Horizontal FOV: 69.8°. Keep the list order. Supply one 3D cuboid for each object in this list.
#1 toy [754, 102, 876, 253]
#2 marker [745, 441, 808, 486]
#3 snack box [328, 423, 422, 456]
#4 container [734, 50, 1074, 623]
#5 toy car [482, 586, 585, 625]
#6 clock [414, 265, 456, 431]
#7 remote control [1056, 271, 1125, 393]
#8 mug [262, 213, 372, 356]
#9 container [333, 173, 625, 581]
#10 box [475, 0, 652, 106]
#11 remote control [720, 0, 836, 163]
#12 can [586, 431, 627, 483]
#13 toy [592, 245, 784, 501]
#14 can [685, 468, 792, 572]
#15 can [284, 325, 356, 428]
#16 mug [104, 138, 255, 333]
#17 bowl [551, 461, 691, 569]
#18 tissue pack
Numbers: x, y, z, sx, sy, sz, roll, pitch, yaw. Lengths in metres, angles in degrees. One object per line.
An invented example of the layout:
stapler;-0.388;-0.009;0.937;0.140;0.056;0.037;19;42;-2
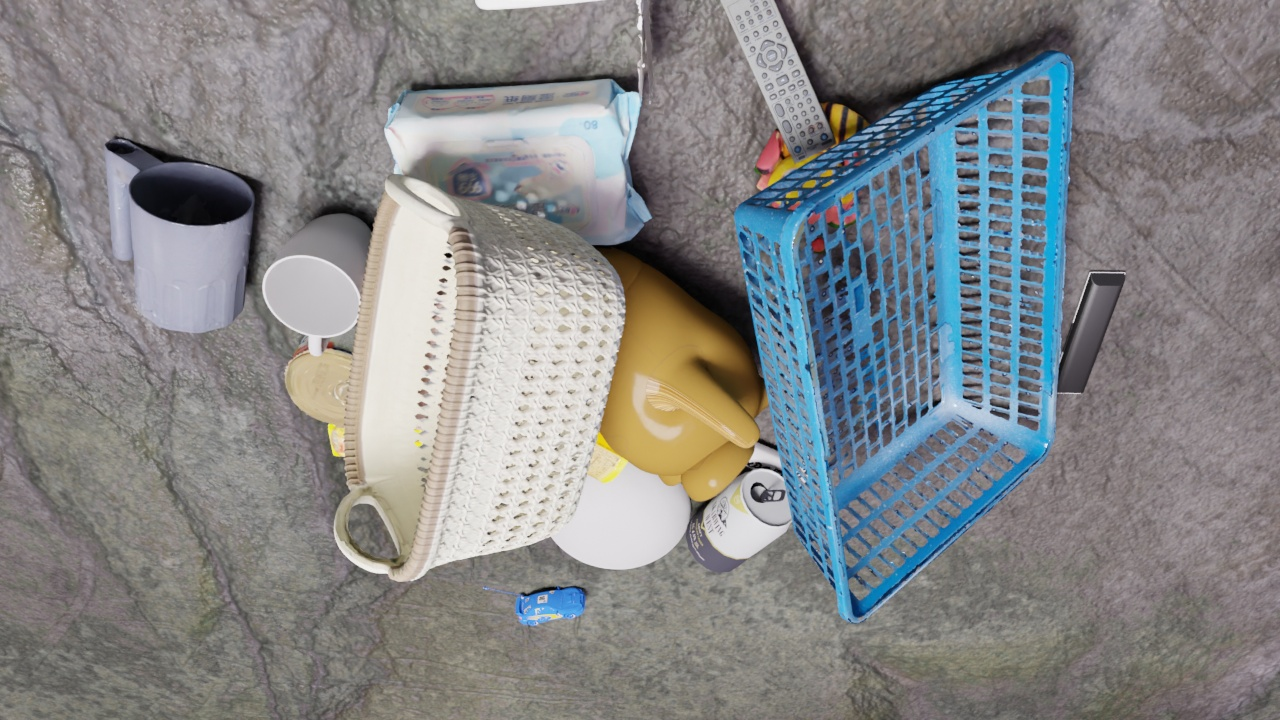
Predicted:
toy;0.126;-0.136;0.665;0.084;0.046;0.104;26;116;10
marker;0.097;0.084;0.846;0.126;0.025;0.025;24;124;-15
snack box;-0.209;0.069;0.845;0.148;0.028;0.040;4;127;0
container;0.192;-0.012;0.667;0.256;0.089;0.363;-33;129;-22
toy car;-0.112;0.250;0.973;0.092;0.033;0.062;-14;132;13
clock;-0.146;-0.005;0.723;0.130;0.086;0.161;-7;119;-36
remote control;0.371;-0.019;0.764;0.028;0.011;0.124;1;127;2
mug;-0.241;-0.058;0.711;0.071;0.089;0.107;13;127;-7
container;-0.113;0.012;0.603;0.142;0.184;0.247;1;115;-33
box;-0.035;-0.223;0.570;0.126;0.108;0.137;-3;130;2
remote control;0.090;-0.200;0.615;0.033;0.013;0.136;-22;107;19
can;-0.057;0.057;0.806;0.105;0.067;0.068;31;122;-19
toy;-0.004;0.004;0.716;0.162;0.199;0.203;-46;103;-10
can;0.095;0.147;0.851;0.064;0.064;0.128;21;142;-13
can;-0.259;0.013;0.795;0.086;0.043;0.086;1;128;2
mug;-0.359;-0.095;0.703;0.124;0.083;0.104;30;128;9
bowl;-0.025;0.160;0.897;0.149;0.043;0.150;1;127;1
tissue pack;-0.085;-0.137;0.658;0.182;0.069;0.112;-2;129;3
